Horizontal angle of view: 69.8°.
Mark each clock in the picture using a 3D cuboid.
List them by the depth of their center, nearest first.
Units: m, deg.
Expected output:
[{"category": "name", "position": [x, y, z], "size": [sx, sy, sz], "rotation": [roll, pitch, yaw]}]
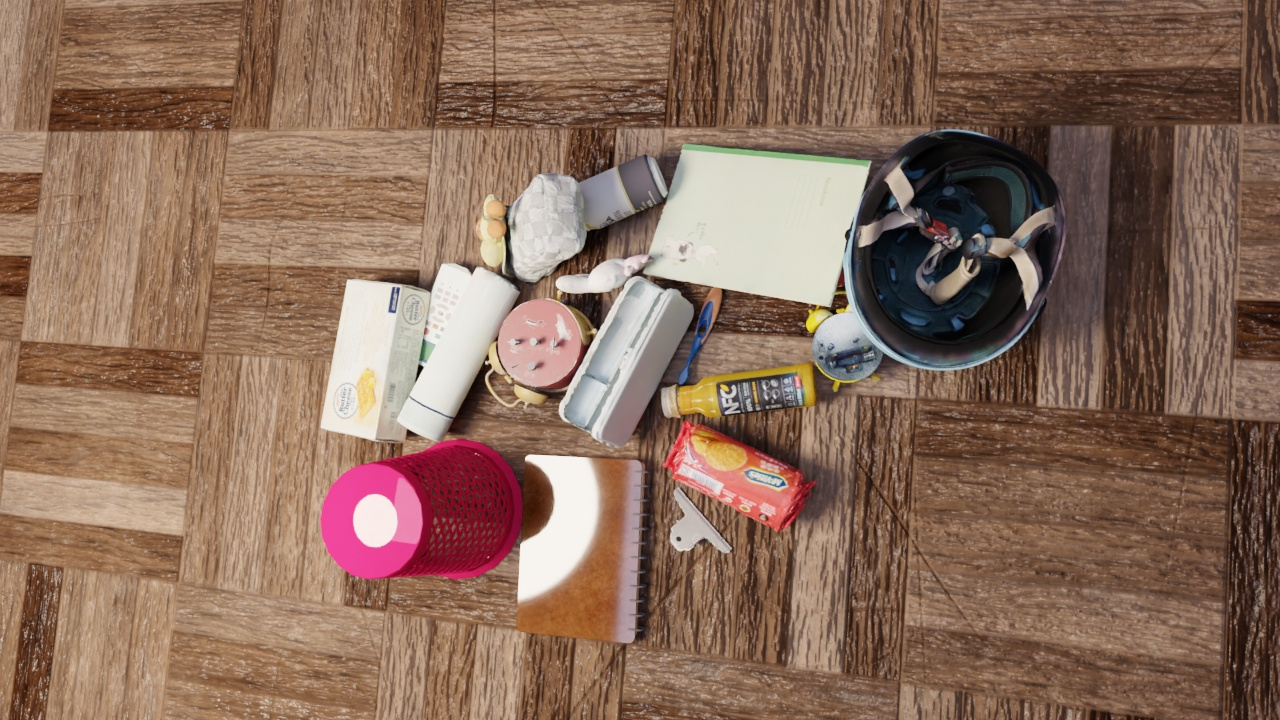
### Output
[{"category": "clock", "position": [0.244, -0.026, 1.093], "size": [0.083, 0.057, 0.118], "rotation": [-14, 82, 13]}, {"category": "clock", "position": [-0.134, -0.009, 1.173], "size": [0.159, 0.081, 0.117], "rotation": [-44, 77, 7]}]

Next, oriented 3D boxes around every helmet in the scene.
[{"category": "helmet", "position": [0.334, -0.108, 1.018], "size": [0.225, 0.167, 0.265], "rotation": [22, 80, 6]}]

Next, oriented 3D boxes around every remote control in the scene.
[{"category": "remote control", "position": [-0.265, -0.060, 1.239], "size": [0.049, 0.024, 0.143], "rotation": [23, 95, 19]}]

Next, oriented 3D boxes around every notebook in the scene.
[{"category": "notebook", "position": [0.137, -0.171, 1.120], "size": [0.253, 0.010, 0.181], "rotation": [13, 82, 30]}, {"category": "notebook", "position": [-0.071, 0.236, 1.165], "size": [0.167, 0.024, 0.225], "rotation": [1, 86, 15]}]

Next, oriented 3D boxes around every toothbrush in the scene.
[{"category": "toothbrush", "position": [0.076, -0.031, 1.159], "size": [0.021, 0.017, 0.135], "rotation": [21, 88, 11]}]

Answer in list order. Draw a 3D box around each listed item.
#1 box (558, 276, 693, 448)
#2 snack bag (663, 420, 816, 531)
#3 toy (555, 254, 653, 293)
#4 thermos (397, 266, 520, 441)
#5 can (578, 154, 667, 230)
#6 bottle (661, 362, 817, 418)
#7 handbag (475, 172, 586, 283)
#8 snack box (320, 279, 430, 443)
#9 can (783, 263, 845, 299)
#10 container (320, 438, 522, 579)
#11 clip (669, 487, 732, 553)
[{"category": "box", "position": [-0.001, 0.008, 1.118], "size": [0.107, 0.110, 0.216], "rotation": [26, 93, -21]}, {"category": "snack bag", "position": [0.116, 0.140, 1.104], "size": [0.176, 0.082, 0.082], "rotation": [25, 91, 16]}, {"category": "toy", "position": [-0.042, -0.108, 1.166], "size": [0.125, 0.075, 0.037], "rotation": [-14, 100, 12]}, {"category": "thermos", "position": [-0.237, -0.008, 1.200], "size": [0.068, 0.068, 0.230], "rotation": [26, 87, 15]}, {"category": "can", "position": [-0.033, -0.212, 1.176], "size": [0.127, 0.064, 0.064], "rotation": [-21, 80, 11]}, {"category": "bottle", "position": [0.119, 0.040, 1.120], "size": [0.186, 0.053, 0.053], "rotation": [-8, 83, 13]}, {"category": "handbag", "position": [-0.140, -0.168, 1.142], "size": [0.123, 0.172, 0.112], "rotation": [1, 83, -24]}, {"category": "snack box", "position": [-0.355, 0.000, 1.229], "size": [0.104, 0.057, 0.208], "rotation": [8, 87, 30]}, {"category": "can", "position": [0.211, -0.110, 1.112], "size": [0.097, 0.054, 0.054], "rotation": [-13, 82, 12]}, {"category": "container", "position": [-0.270, 0.187, 1.114], "size": [0.183, 0.225, 0.183], "rotation": [-1, 84, 14]}, {"category": "clip", "position": [0.060, 0.211, 1.133], "size": [0.054, 0.038, 0.101], "rotation": [-41, 76, -6]}]
